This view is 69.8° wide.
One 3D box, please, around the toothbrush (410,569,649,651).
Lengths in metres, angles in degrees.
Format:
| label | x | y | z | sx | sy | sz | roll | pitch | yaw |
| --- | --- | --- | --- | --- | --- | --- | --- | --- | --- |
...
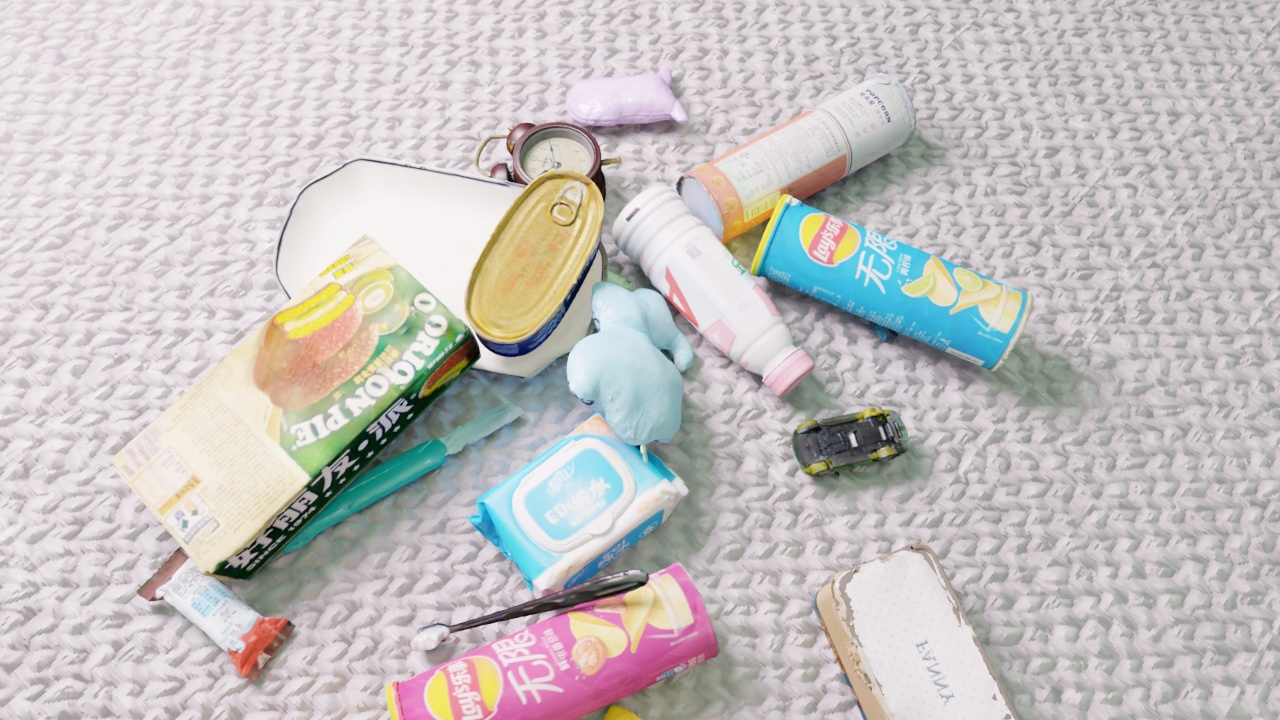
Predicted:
| label | x | y | z | sx | sy | sz | roll | pitch | yaw |
| --- | --- | --- | --- | --- | --- | --- | --- | --- | --- |
| toothbrush | -0.077 | 0.168 | 0.614 | 0.181 | 0.018 | 0.015 | -20 | 98 | 16 |

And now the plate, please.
| label | x | y | z | sx | sy | sz | roll | pitch | yaw |
| --- | --- | --- | --- | --- | --- | --- | --- | --- | --- |
| plate | -0.159 | -0.073 | 0.746 | 0.266 | 0.034 | 0.161 | 11 | 75 | 1 |

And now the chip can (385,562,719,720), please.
| label | x | y | z | sx | sy | sz | roll | pitch | yaw |
| --- | --- | --- | --- | --- | --- | --- | --- | --- | --- |
| chip can | -0.056 | 0.207 | 0.611 | 0.210 | 0.071 | 0.071 | -20 | 68 | -13 |

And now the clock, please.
| label | x | y | z | sx | sy | sz | roll | pitch | yaw |
| --- | --- | --- | --- | --- | --- | --- | --- | --- | --- |
| clock | -0.083 | -0.163 | 0.792 | 0.122 | 0.055 | 0.081 | 17 | 65 | 6 |

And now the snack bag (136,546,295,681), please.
| label | x | y | z | sx | sy | sz | roll | pitch | yaw |
| --- | --- | --- | --- | --- | --- | --- | --- | --- | --- |
| snack bag | -0.293 | 0.173 | 0.635 | 0.104 | 0.026 | 0.048 | 30 | 60 | 11 |

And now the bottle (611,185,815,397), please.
| label | x | y | z | sx | sy | sz | roll | pitch | yaw |
| --- | --- | --- | --- | --- | --- | --- | --- | --- | --- |
| bottle | 0.061 | -0.054 | 0.747 | 0.068 | 0.068 | 0.197 | -36 | 76 | -19 |

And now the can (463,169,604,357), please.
| label | x | y | z | sx | sy | sz | roll | pitch | yaw |
| --- | --- | --- | --- | --- | --- | --- | --- | --- | --- |
| can | -0.079 | -0.073 | 0.704 | 0.074 | 0.049 | 0.148 | 27 | 76 | 4 |

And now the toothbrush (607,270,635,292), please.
| label | x | y | z | sx | sy | sz | roll | pitch | yaw |
| --- | --- | --- | --- | --- | --- | --- | --- | --- | --- |
| toothbrush | -0.089 | -0.100 | 0.782 | 0.189 | 0.020 | 0.029 | 27 | 45 | 7 |

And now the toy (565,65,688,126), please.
| label | x | y | z | sx | sy | sz | roll | pitch | yaw |
| --- | --- | --- | --- | --- | --- | --- | --- | --- | --- |
| toy | -0.016 | -0.242 | 0.844 | 0.108 | 0.039 | 0.083 | -8 | 51 | -3 |

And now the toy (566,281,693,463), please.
| label | x | y | z | sx | sy | sz | roll | pitch | yaw |
| --- | --- | --- | --- | --- | --- | --- | --- | --- | --- |
| toy | -0.004 | 0.004 | 0.687 | 0.161 | 0.050 | 0.156 | 9 | 50 | -49 |

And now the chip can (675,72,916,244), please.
| label | x | y | z | sx | sy | sz | roll | pitch | yaw |
| --- | --- | --- | --- | --- | --- | --- | --- | --- | --- |
| chip can | 0.137 | -0.176 | 0.805 | 0.214 | 0.071 | 0.071 | -30 | 70 | -16 |

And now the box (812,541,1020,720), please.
| label | x | y | z | sx | sy | sz | roll | pitch | yaw |
| --- | --- | --- | --- | --- | --- | --- | --- | --- | --- |
| box | 0.195 | 0.224 | 0.629 | 0.089 | 0.061 | 0.184 | -16 | 69 | -11 |

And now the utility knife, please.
| label | x | y | z | sx | sy | sz | roll | pitch | yaw |
| --- | --- | --- | --- | --- | --- | --- | --- | --- | --- |
| utility knife | -0.184 | 0.087 | 0.690 | 0.215 | 0.013 | 0.029 | -29 | 68 | -14 |

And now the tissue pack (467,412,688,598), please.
| label | x | y | z | sx | sy | sz | roll | pitch | yaw |
| --- | --- | --- | --- | --- | --- | --- | --- | --- | --- |
| tissue pack | -0.044 | 0.103 | 0.665 | 0.139 | 0.063 | 0.090 | -35 | 71 | -18 |

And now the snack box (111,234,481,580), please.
| label | x | y | z | sx | sy | sz | roll | pitch | yaw |
| --- | --- | --- | --- | --- | --- | --- | --- | --- | --- |
| snack box | -0.240 | 0.032 | 0.659 | 0.114 | 0.063 | 0.239 | 41 | 77 | 13 |

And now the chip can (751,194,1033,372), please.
| label | x | y | z | sx | sy | sz | roll | pitch | yaw |
| --- | --- | --- | --- | --- | --- | --- | --- | --- | --- |
| chip can | 0.199 | -0.063 | 0.741 | 0.210 | 0.071 | 0.071 | 23 | 65 | 9 |

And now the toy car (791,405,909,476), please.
| label | x | y | z | sx | sy | sz | roll | pitch | yaw |
| --- | --- | --- | --- | --- | --- | --- | --- | --- | --- |
| toy car | 0.161 | 0.065 | 0.712 | 0.091 | 0.036 | 0.043 | -9 | 67 | -9 |

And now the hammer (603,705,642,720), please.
| label | x | y | z | sx | sy | sz | roll | pitch | yaw |
| --- | --- | --- | --- | --- | --- | --- | --- | --- | --- |
| hammer | 0.083 | 0.344 | 0.578 | 0.301 | 0.033 | 0.128 | 25 | 66 | 8 |

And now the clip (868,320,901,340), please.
| label | x | y | z | sx | sy | sz | roll | pitch | yaw |
| --- | --- | --- | --- | --- | --- | --- | --- | --- | --- |
| clip | 0.202 | -0.043 | 0.779 | 0.042 | 0.014 | 0.056 | -19 | 68 | -12 |
